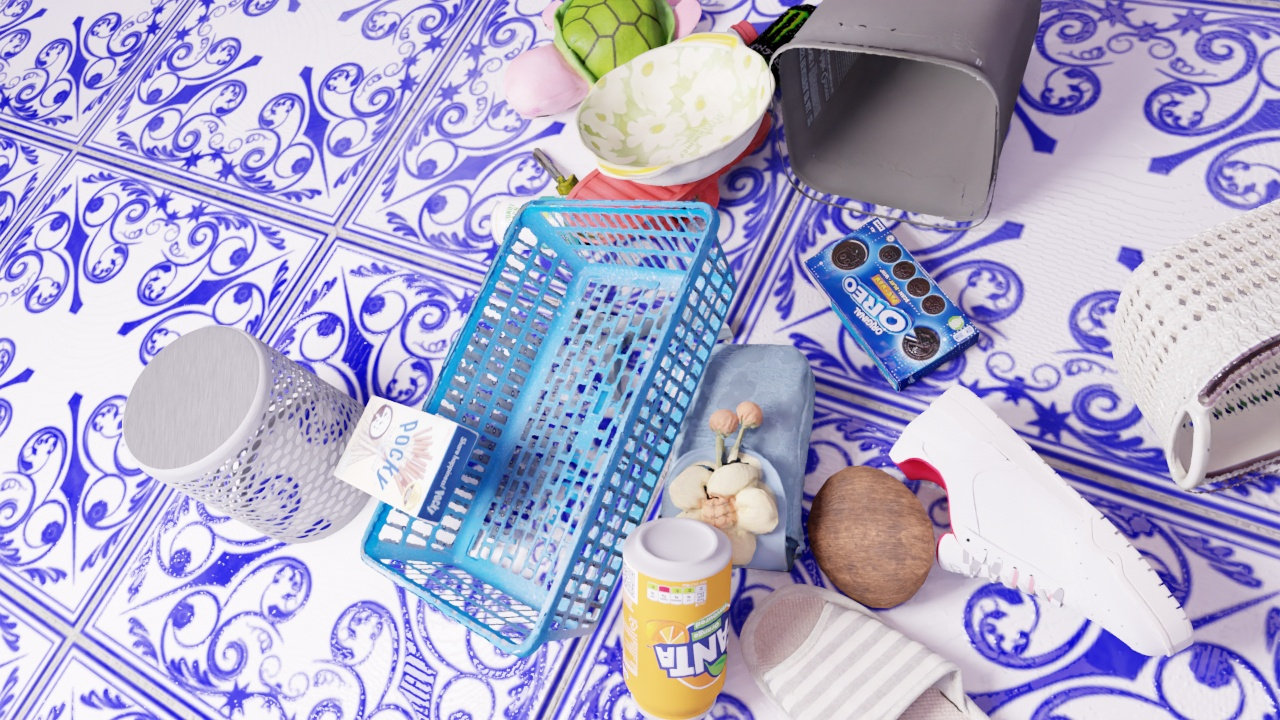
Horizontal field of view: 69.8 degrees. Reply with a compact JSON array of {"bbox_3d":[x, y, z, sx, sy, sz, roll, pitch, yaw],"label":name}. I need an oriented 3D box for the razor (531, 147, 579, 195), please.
[{"bbox_3d":[-0.093,-0.202,0.991,0.026,0.042,0.106,-38,50,0],"label":"razor"}]

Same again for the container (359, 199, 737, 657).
[{"bbox_3d":[-0.069,0.043,0.772,0.258,0.089,0.361,12,74,46],"label":"container"}]

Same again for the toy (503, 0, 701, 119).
[{"bbox_3d":[-0.047,-0.347,1.015,0.238,0.088,0.190,-31,76,-4],"label":"toy"}]

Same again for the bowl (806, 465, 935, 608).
[{"bbox_3d":[0.169,0.135,0.708,0.114,0.026,0.102,42,114,42],"label":"bowl"}]

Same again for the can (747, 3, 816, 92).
[{"bbox_3d":[0.138,-0.313,0.943,0.054,0.054,0.137,29,62,28],"label":"can"}]

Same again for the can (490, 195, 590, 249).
[{"bbox_3d":[-0.099,-0.142,0.947,0.102,0.055,0.054,2,65,19],"label":"can"}]

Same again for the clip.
[{"bbox_3d":[-0.009,0.016,0.854,0.173,0.031,0.164,5,64,22],"label":"clip"}]

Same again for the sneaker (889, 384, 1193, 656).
[{"bbox_3d":[0.276,0.133,0.675,0.104,0.090,0.236,-41,60,5],"label":"sneaker"}]

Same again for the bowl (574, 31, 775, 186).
[{"bbox_3d":[0.036,-0.225,0.871,0.189,0.060,0.218,11,56,26],"label":"bowl"}]

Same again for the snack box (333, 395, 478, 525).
[{"bbox_3d":[-0.203,0.082,0.785,0.150,0.026,0.082,10,73,47],"label":"snack box"}]

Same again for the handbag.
[{"bbox_3d":[0.080,0.074,0.746,0.122,0.118,0.191,6,74,22],"label":"handbag"}]

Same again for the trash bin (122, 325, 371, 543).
[{"bbox_3d":[-0.354,0.069,0.849,0.157,0.183,0.156,-7,63,14],"label":"trash bin"}]

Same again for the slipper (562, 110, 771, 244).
[{"bbox_3d":[0.033,-0.179,0.922,0.248,0.059,0.103,-36,56,-21],"label":"slipper"}]

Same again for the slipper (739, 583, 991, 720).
[{"bbox_3d":[0.188,0.263,0.657,0.273,0.054,0.114,35,74,28],"label":"slipper"}]

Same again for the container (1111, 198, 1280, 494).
[{"bbox_3d":[0.463,-0.020,0.640,0.252,0.185,0.143,-23,48,4],"label":"container"}]

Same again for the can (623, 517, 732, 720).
[{"bbox_3d":[0.026,0.193,0.684,0.079,0.143,0.079,0,23,0],"label":"can"}]

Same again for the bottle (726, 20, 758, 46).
[{"bbox_3d":[0.048,-0.297,0.972,0.176,0.062,0.062,-35,59,-1],"label":"bottle"}]

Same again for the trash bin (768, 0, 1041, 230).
[{"bbox_3d":[0.255,-0.273,0.828,0.198,0.197,0.219,18,65,26],"label":"trash bin"}]

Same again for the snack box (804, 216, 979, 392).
[{"bbox_3d":[0.219,-0.052,0.815,0.082,0.027,0.150,-33,59,1],"label":"snack box"}]
